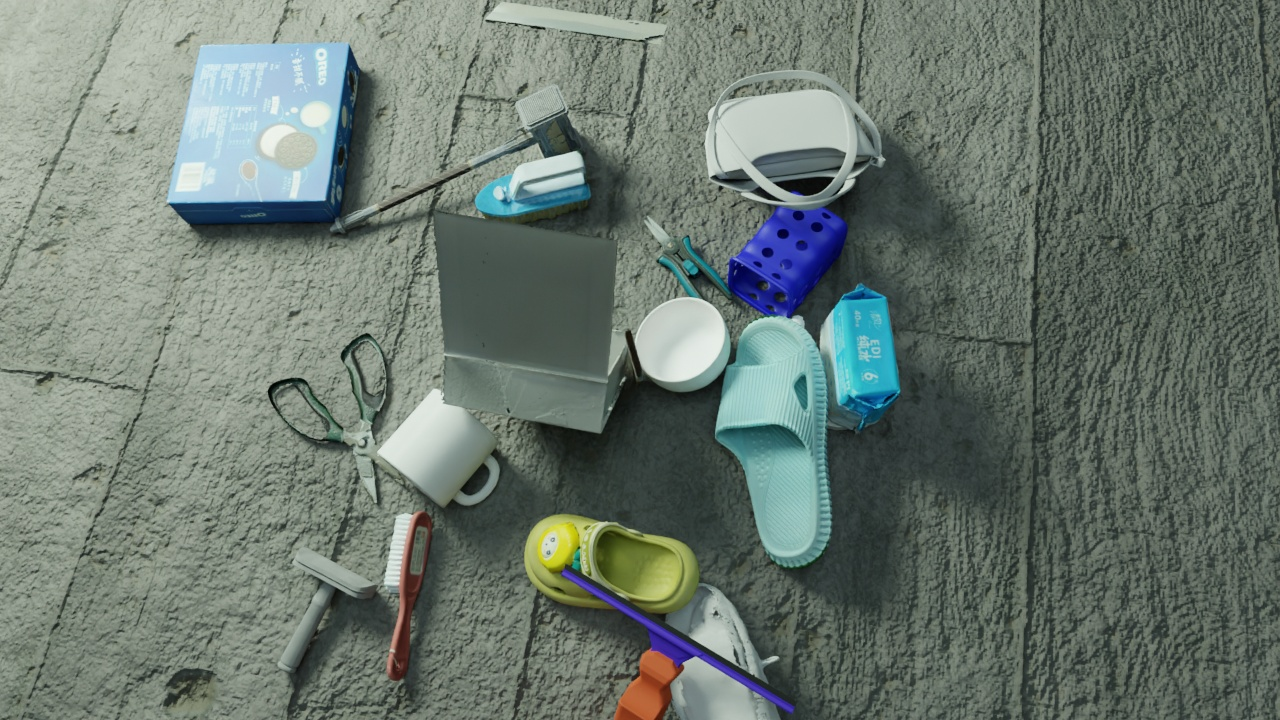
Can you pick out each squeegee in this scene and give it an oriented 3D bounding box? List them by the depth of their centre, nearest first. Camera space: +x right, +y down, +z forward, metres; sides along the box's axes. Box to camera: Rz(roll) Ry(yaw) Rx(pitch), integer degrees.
[{"bbox_3d":[0.001,0.334,0.877,0.250,0.055,0.185,26,97,19],"label":"squeegee"}]

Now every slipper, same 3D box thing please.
[{"bbox_3d":[0.092,0.334,0.883,0.112,0.074,0.246,-27,64,12],"label":"slipper"},{"bbox_3d":[-0.037,0.204,0.920,0.191,0.081,0.091,7,72,20],"label":"slipper"},{"bbox_3d":[0.140,0.078,0.960,0.116,0.069,0.275,-18,68,37],"label":"slipper"}]

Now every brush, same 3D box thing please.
[{"bbox_3d":[-0.249,0.242,0.955,0.030,0.041,0.172,-1,71,20],"label":"brush"},{"bbox_3d":[-0.006,0.006,0.971,0.008,0.143,0.045,-16,78,-2],"label":"brush"},{"bbox_3d":[-0.130,-0.204,1.091,0.136,0.075,0.055,-15,69,-3],"label":"brush"}]

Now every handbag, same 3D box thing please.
[{"bbox_3d":[0.181,-0.239,1.039,0.216,0.096,0.222,-8,39,-1],"label":"handbag"}]

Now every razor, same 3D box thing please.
[{"bbox_3d":[-0.338,0.266,0.948,0.088,0.047,0.116,24,80,11],"label":"razor"}]

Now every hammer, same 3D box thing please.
[{"bbox_3d":[-0.229,-0.225,1.108,0.322,0.098,0.044,-24,70,3],"label":"hammer"}]

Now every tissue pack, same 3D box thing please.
[{"bbox_3d":[0.233,0.002,0.974,0.061,0.093,0.144,1,70,-5],"label":"tissue pack"}]

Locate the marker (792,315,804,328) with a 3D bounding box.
[{"bbox_3d":[0.167,0.015,1.015,0.017,0.020,0.133,10,79,-10],"label":"marker"}]

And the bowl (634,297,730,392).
[{"bbox_3d":[0.050,-0.012,1.016,0.105,0.054,0.104,-10,61,18],"label":"bowl"}]

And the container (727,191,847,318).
[{"bbox_3d":[0.167,-0.117,1.041,0.085,0.084,0.113,36,74,16],"label":"container"}]

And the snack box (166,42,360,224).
[{"bbox_3d":[-0.465,-0.287,1.148,0.195,0.056,0.238,0,69,2],"label":"snack box"}]

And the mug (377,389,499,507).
[{"bbox_3d":[-0.204,0.103,0.980,0.121,0.091,0.090,45,73,-18],"label":"mug"}]

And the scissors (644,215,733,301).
[{"bbox_3d":[0.058,-0.116,1.078,0.139,0.019,0.128,6,77,13],"label":"scissors"}]

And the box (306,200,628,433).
[{"bbox_3d":[-0.110,-0.041,0.802,0.167,0.507,0.148,10,74,5],"label":"box"}]

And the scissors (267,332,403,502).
[{"bbox_3d":[-0.344,0.076,1.029,0.154,0.015,0.209,-15,68,-6],"label":"scissors"}]

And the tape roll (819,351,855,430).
[{"bbox_3d":[0.220,0.031,1.021,0.093,0.013,0.093,-1,70,2],"label":"tape roll"}]
